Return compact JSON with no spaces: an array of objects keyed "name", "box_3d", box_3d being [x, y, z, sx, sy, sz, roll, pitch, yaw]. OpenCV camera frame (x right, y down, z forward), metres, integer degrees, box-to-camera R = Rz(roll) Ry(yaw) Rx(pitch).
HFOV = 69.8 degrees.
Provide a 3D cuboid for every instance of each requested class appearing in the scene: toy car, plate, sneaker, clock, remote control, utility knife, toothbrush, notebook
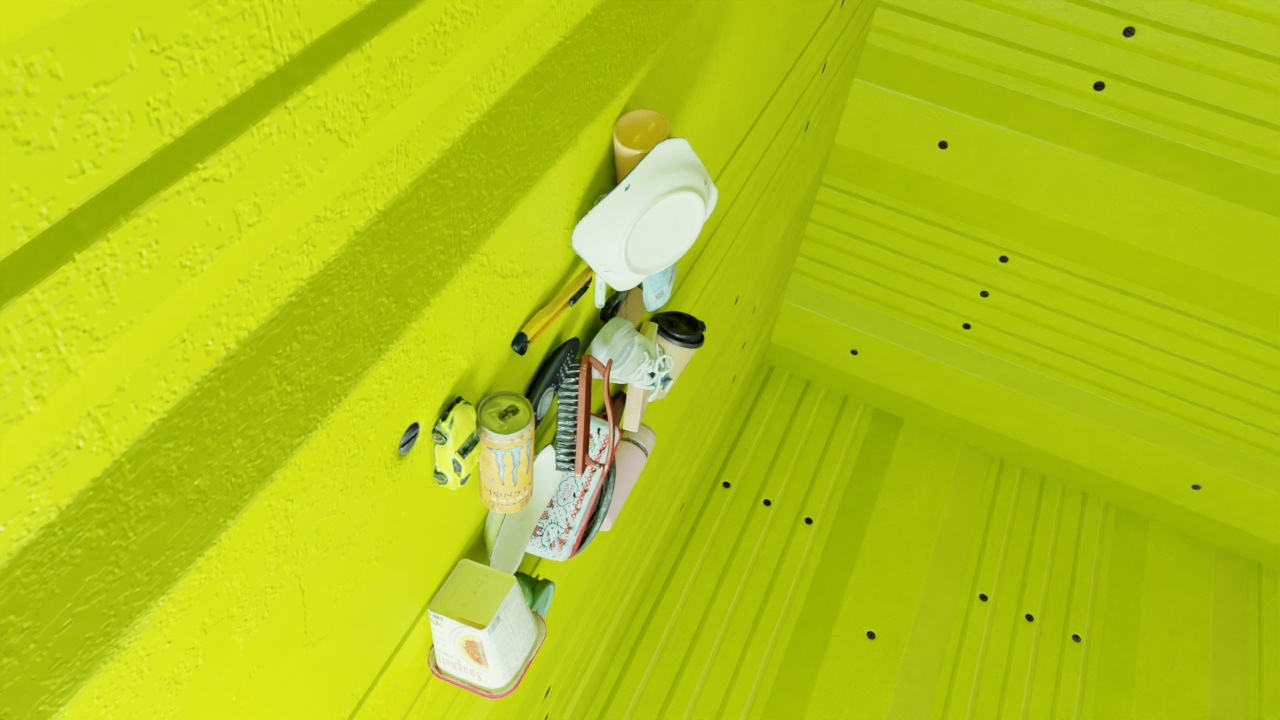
[{"name":"toy car","box_3d":[-0.167,0.079,0.847,0.105,0.032,0.048,99,19,-45]},{"name":"plate","box_3d":[-0.148,0.179,1.113,0.164,0.034,0.164,77,37,-71]},{"name":"sneaker","box_3d":[-0.007,0.007,1.237,0.089,0.091,0.242,-54,167,2]},{"name":"clock","box_3d":[-0.174,0.352,1.273,0.161,0.056,0.116,31,82,-79]},{"name":"plate","box_3d":[-0.071,0.199,1.317,0.180,0.024,0.179,-55,-158,36]},{"name":"remote control","box_3d":[-0.108,0.030,1.039,0.136,0.024,0.053,-62,169,-20]},{"name":"plate","box_3d":[0.017,-0.144,0.985,0.164,0.034,0.164,-44,151,4]},{"name":"utility knife","box_3d":[-0.071,-0.075,0.986,0.222,0.015,0.033,-51,163,-39]},{"name":"toothbrush","box_3d":[-0.044,-0.120,1.059,0.190,0.029,0.020,98,-22,-56]},{"name":"notebook","box_3d":[0.000,-0.101,1.319,0.148,0.008,0.207,92,24,-61]}]

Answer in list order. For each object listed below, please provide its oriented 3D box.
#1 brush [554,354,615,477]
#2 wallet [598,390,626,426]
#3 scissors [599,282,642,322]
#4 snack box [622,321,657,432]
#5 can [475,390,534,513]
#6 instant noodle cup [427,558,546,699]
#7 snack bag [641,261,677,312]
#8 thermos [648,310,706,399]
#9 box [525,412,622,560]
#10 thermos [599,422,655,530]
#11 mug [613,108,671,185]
[{"name":"brush","box_3d":[-0.065,0.065,1.109,0.063,0.069,0.146,-61,154,-80]},{"name":"wallet","box_3d":[-0.056,0.117,1.429,0.101,0.032,0.125,-45,155,-69]},{"name":"scissors","box_3d":[-0.012,-0.110,1.210,0.181,0.014,0.159,69,44,-67]},{"name":"snack box","box_3d":[0.000,0.026,1.439,0.084,0.026,0.158,-70,170,-56]},{"name":"can","box_3d":[-0.138,0.097,0.943,0.146,0.058,0.058,99,18,-49]},{"name":"instant noodle cup","box_3d":[-0.179,0.299,1.038,0.116,0.116,0.124,-57,153,-43]},{"name":"snack bag","box_3d":[0.017,-0.143,1.179,0.110,0.039,0.191,-64,163,-17]},{"name":"thermos","box_3d":[0.043,-0.010,1.504,0.143,0.093,0.092,-66,171,29]},{"name":"box","box_3d":[-0.105,0.165,1.240,0.100,0.095,0.201,22,91,-40]},{"name":"thermos","box_3d":[-0.042,0.196,1.576,0.087,0.067,0.198,-31,-156,51]},{"name":"mug","box_3d":[0.006,-0.210,0.992,0.078,0.078,0.123,-63,162,-22]}]
